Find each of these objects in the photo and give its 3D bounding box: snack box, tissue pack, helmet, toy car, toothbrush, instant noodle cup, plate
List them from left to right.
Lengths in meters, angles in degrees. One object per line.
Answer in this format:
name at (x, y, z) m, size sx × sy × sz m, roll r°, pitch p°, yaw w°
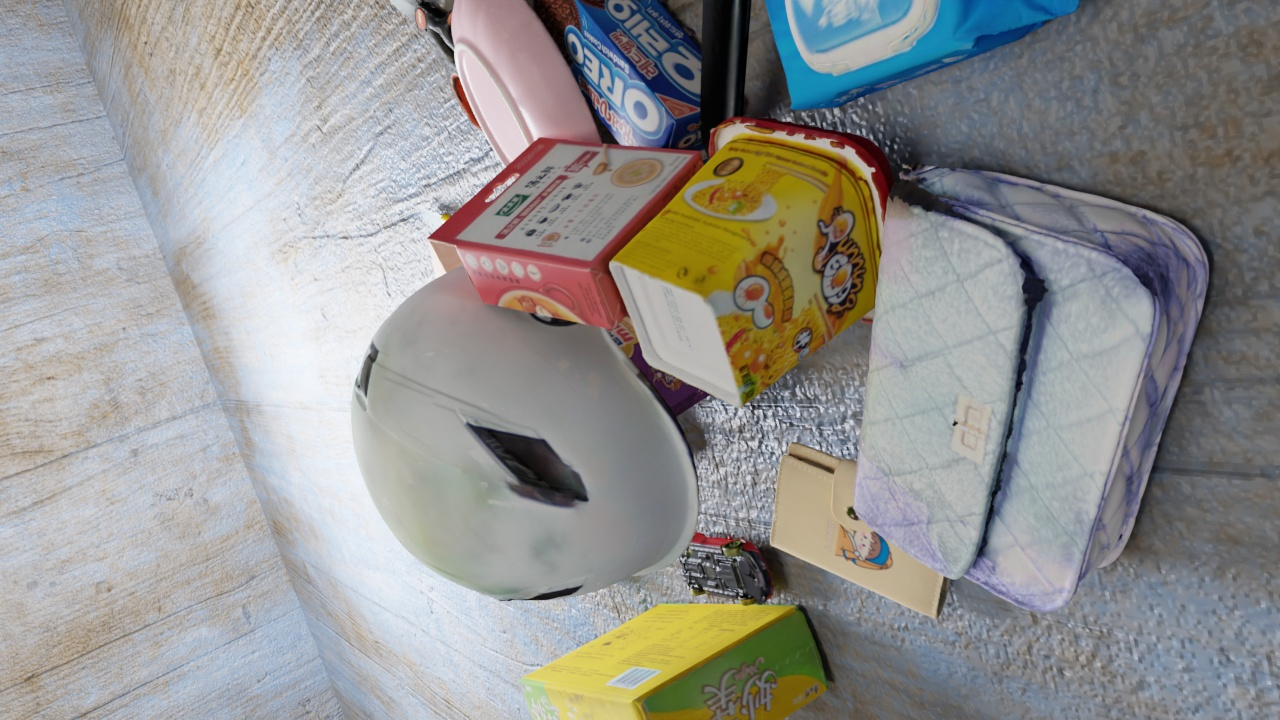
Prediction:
snack box at (-0.158, -0.043, 0.888) m, size 0.157 × 0.026 × 0.085 m, roll 60°, pitch 165°, yaw 14°
helmet at (-0.099, 0.057, 0.595) m, size 0.259 × 0.145 × 0.229 m, roll 37°, pitch 137°, yaw 38°
plate at (-0.085, -0.176, 0.653) m, size 0.192 × 0.039 × 0.193 m, roll 54°, pitch 167°, yaw 18°
snack box at (-0.039, -0.079, 0.535) m, size 0.127 × 0.113 × 0.044 m, roll 14°, pitch 141°, yaw 36°
snack box at (-0.021, -0.208, 0.583) m, size 0.207 × 0.058 × 0.057 m, roll 54°, pitch 149°, yaw 17°
instant noodle cup at (-0.004, 0.004, 0.653) m, size 0.111 × 0.099 × 0.112 m, roll 35°, pitch 137°, yaw 40°
snack box at (0.019, 0.254, 0.721) m, size 0.211 × 0.157 × 0.070 m, roll -25°, pitch 85°, yaw 58°
toothbrush at (0.045, -0.134, 0.522) m, size 0.026 × 0.027 × 0.213 m, roll 39°, pitch 155°, yaw 24°
toy car at (0.066, 0.160, 0.712) m, size 0.106 × 0.031 × 0.049 m, roll -9°, pitch 103°, yaw 58°
instant noodle cup at (0.059, -0.050, 0.482) m, size 0.116 × 0.123 × 0.116 m, roll 27°, pitch 149°, yaw 43°
tissue pack at (0.114, -0.174, 0.415) m, size 0.157 × 0.052 × 0.095 m, roll -2°, pitch 108°, yaw 56°

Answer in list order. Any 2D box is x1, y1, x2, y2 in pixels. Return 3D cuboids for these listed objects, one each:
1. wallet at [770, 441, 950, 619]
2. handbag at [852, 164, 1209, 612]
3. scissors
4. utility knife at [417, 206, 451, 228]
wallet at (0.135, 0.101, 0.564) m, size 0.115 × 0.024 × 0.087 m, roll 21°, pitch 122°, yaw 33°
handbag at (0.168, 0.015, 0.434) m, size 0.134 × 0.075 × 0.194 m, roll 30°, pitch 132°, yaw 43°
scissors at (-0.183, -0.278, 0.805) m, size 0.234 × 0.021 × 0.163 m, roll 26°, pitch 130°, yaw 45°
utility knife at (-0.163, -0.122, 0.879) m, size 0.207 × 0.015 × 0.033 m, roll 26°, pitch 131°, yaw 45°
